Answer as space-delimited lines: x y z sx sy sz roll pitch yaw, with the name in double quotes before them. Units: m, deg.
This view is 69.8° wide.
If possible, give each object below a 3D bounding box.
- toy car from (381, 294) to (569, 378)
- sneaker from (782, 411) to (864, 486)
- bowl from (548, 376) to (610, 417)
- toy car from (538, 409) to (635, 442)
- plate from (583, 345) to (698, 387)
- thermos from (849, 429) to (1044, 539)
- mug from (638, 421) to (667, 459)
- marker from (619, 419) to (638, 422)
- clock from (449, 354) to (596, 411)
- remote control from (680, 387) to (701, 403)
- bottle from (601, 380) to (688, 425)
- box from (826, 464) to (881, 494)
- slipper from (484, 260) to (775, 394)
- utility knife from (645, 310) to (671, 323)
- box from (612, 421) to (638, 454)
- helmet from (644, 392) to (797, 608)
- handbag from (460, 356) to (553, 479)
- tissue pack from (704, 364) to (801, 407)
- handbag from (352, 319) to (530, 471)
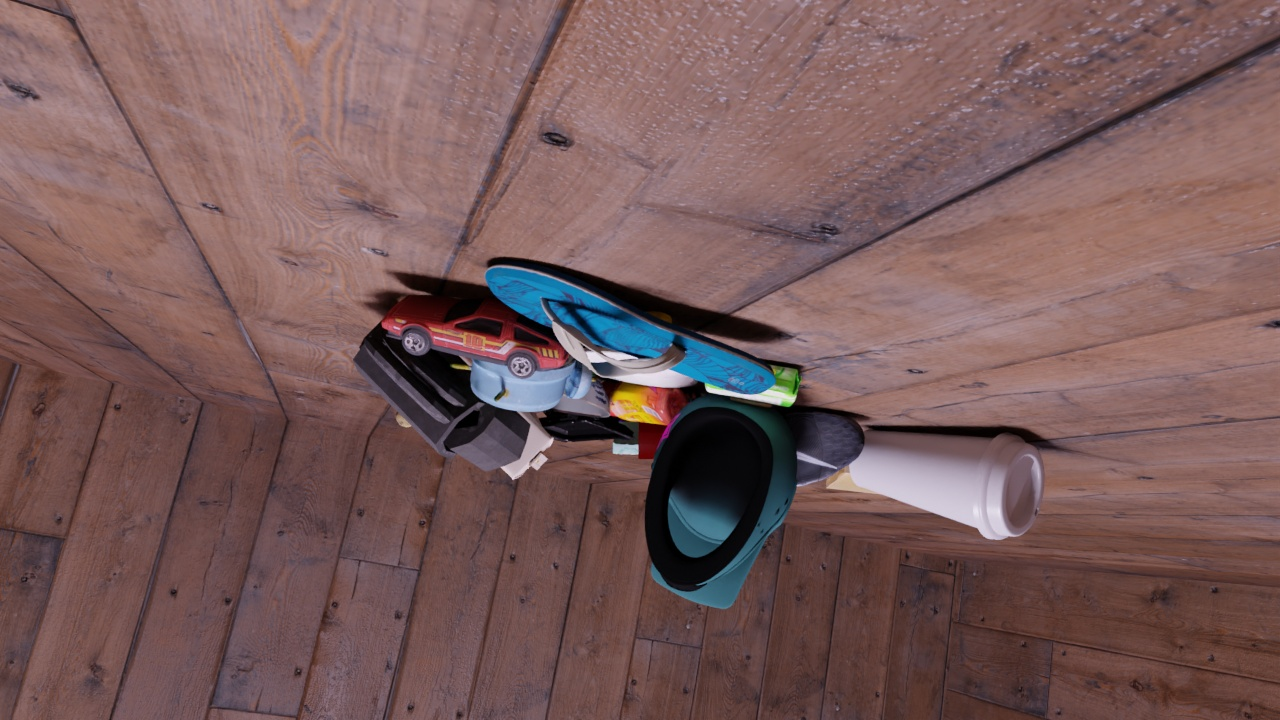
"toy car" -0.162 -0.031 0.933 0.189 0.056 0.081 10 -156 3
"sneaker" 0.207 0.120 1.284 0.253 0.097 0.150 -5 177 34
"bowl" -0.106 0.031 1.204 0.151 0.056 0.151 10 167 2
"toy car" -0.091 0.078 1.370 0.094 0.071 0.192 20 164 -31
"plate" -0.007 0.006 1.109 0.157 0.014 0.157 10 168 2
"thermos" 0.386 0.146 1.182 0.131 0.131 0.222 22 171 -41
"mug" 0.042 0.096 1.341 0.088 0.087 0.114 1 148 1
"marker" 0.001 0.091 1.479 0.015 0.018 0.134 16 164 -36
"clock" -0.118 0.006 1.011 0.161 0.060 0.118 -7 -151 -40
"remote control" 0.033 0.054 1.261 0.141 0.021 0.045 -2 131 43
"bottle" -0.003 0.055 1.231 0.134 0.048 0.071 3 146 41
"box" 0.318 0.166 1.497 0.253 0.068 0.247 15 167 9
"slipper" -0.014 -0.011 0.865 0.295 0.060 0.118 21 165 -11
"utility knife" -0.035 -0.034 0.944 0.028 0.020 0.173 23 163 -40
"box" 0.054 0.119 1.453 0.187 0.052 0.138 1 -165 4
"helmet" 0.094 0.174 1.149 0.176 0.274 0.200 19 176 15
"handbag" -0.212 0.084 1.333 0.194 0.101 0.198 44 173 3
"tissue pack" 0.123 0.024 1.035 0.114 0.034 0.099 10 168 6
"handbag" -0.243 0.035 1.059 0.197 0.102 0.199 41 173 22
